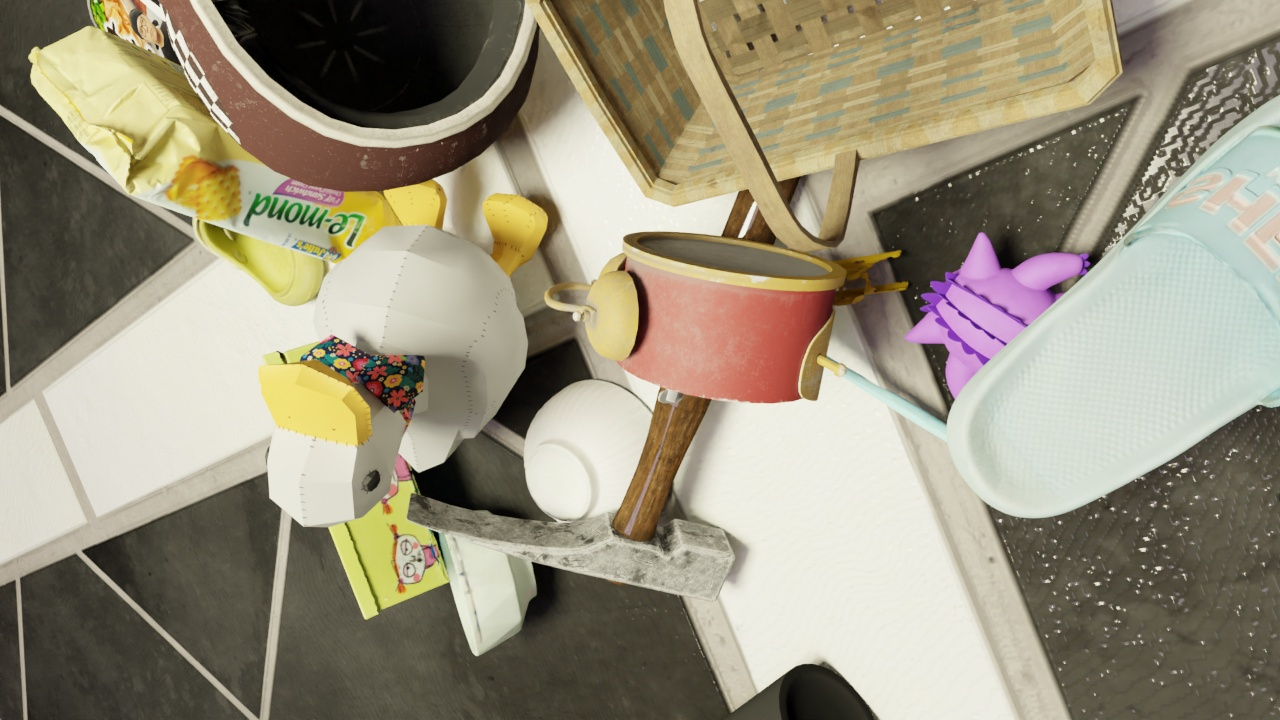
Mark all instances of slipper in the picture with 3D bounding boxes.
[{"bbox_3d":[0.245,-0.018,0.401,0.246,0.074,0.104,-42,84,12],"label":"slipper"},{"bbox_3d":[-0.359,-0.125,0.809,0.092,0.081,0.190,-39,84,38],"label":"slipper"}]

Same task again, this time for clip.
[{"bbox_3d":[0.124,-0.043,0.531,0.054,0.049,0.044,-4,137,34],"label":"clip"}]

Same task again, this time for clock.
[{"bbox_3d":[0.027,-0.020,0.491,0.159,0.117,0.081,8,106,1],"label":"clock"}]

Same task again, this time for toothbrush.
[{"bbox_3d":[0.140,0.016,0.537,0.180,0.016,0.016,34,94,8],"label":"toothbrush"}]

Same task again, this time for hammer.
[{"bbox_3d":[-0.003,0.003,0.578,0.217,0.037,0.301,16,108,-14],"label":"hammer"}]

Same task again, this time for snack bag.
[{"bbox_3d":[-0.296,-0.150,0.674,0.159,0.247,0.068,38,99,25],"label":"snack bag"}]

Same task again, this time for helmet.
[{"bbox_3d":[-0.177,-0.218,0.546,0.254,0.233,0.234,13,122,67],"label":"helmet"}]

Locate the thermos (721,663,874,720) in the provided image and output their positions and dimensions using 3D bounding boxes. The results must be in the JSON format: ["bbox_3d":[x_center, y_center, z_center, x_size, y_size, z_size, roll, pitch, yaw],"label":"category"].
[{"bbox_3d":[0.071,0.299,0.645,0.086,0.085,0.199,48,125,13],"label":"thermos"}]

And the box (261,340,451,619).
[{"bbox_3d":[-0.233,0.089,0.759,0.124,0.081,0.221,-178,71,-71],"label":"box"}]

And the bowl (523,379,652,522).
[{"bbox_3d":[-0.042,0.078,0.668,0.118,0.062,0.118,11,110,31],"label":"bowl"}]

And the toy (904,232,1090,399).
[{"bbox_3d":[0.192,-0.016,0.484,0.088,0.055,0.106,39,122,17],"label":"toy"}]

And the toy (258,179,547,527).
[{"bbox_3d":[-0.153,0.001,0.602,0.141,0.266,0.247,13,148,5],"label":"toy"}]

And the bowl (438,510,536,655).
[{"bbox_3d":[-0.120,0.172,0.739,0.117,0.061,0.117,165,90,-73],"label":"bowl"}]

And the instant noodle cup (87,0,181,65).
[{"bbox_3d":[-0.347,-0.271,0.740,0.122,0.123,0.124,38,123,8],"label":"instant noodle cup"}]

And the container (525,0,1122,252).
[{"bbox_3d":[0.072,-0.153,0.422,0.251,0.185,0.157,-8,132,35],"label":"container"}]
